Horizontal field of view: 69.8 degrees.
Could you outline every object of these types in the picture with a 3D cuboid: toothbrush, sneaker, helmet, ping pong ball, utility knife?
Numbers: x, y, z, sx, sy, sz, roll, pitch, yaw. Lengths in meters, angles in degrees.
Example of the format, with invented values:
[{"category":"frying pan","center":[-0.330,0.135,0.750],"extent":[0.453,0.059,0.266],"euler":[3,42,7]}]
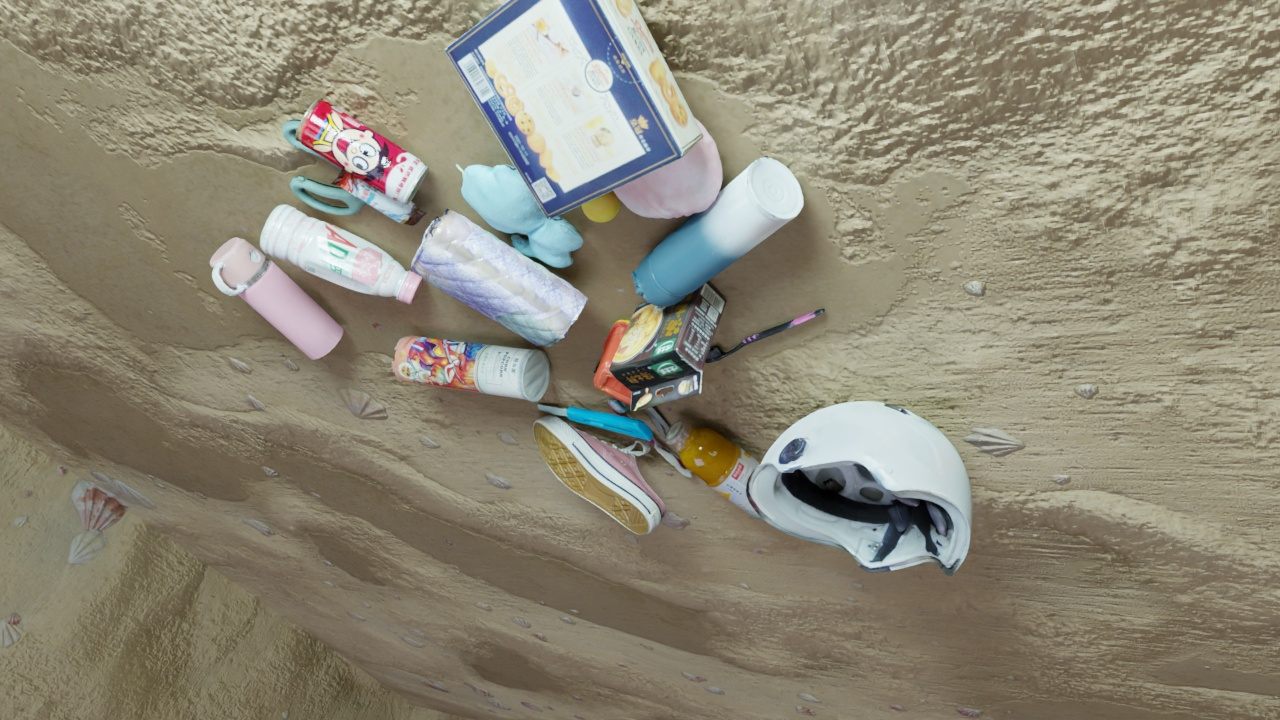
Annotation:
[{"category":"toothbrush","center":[0.135,-0.029,1.044],"extent":[0.018,0.014,0.190],"euler":[49,139,-15]},{"category":"toothbrush","center":[0.019,0.111,1.305],"extent":[0.017,0.016,0.187],"euler":[-24,125,36]},{"category":"sneaker","center":[-0.052,0.154,1.345],"extent":[0.241,0.087,0.118],"euler":[36,138,20]},{"category":"helmet","center":[0.263,0.132,1.073],"extent":[0.259,0.145,0.229],"euler":[-7,135,49]},{"category":"ping pong ball","center":[-0.041,-0.162,0.939],"extent":[0.040,0.040,0.040],"euler":[16,146,11]},{"category":"utility knife","center":[-0.072,0.082,1.300],"extent":[0.205,0.018,0.034],"euler":[10,148,36]}]

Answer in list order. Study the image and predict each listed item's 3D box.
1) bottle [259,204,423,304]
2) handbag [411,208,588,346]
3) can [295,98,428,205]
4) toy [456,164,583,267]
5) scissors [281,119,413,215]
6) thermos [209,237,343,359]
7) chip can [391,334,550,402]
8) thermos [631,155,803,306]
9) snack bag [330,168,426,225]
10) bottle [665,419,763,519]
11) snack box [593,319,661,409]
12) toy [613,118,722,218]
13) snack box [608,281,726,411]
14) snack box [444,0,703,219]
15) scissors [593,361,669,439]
[{"category":"bottle","center":[-0.375,-0.128,1.163],"extent":[0.197,0.068,0.068],"euler":[25,147,-9]},{"category":"handbag","center":[-0.165,-0.094,1.065],"extent":[0.194,0.075,0.134],"euler":[31,166,-14]},{"category":"can","center":[-0.300,-0.224,0.993],"extent":[0.132,0.053,0.053],"euler":[31,146,-12]},{"category":"toy","center":[-0.132,-0.159,0.989],"extent":[0.156,0.049,0.162],"euler":[25,158,-9]},{"category":"scissors","center":[-0.352,-0.205,1.083],"extent":[0.175,0.019,0.177],"euler":[34,144,-21]},{"category":"thermos","center":[-0.513,-0.081,1.289],"extent":[0.067,0.087,0.198],"euler":[-20,131,23]},{"category":"chip can","center":[-0.235,0.009,1.263],"extent":[0.215,0.071,0.071],"euler":[7,143,24]},{"category":"thermos","center":[0.069,-0.119,0.915],"extent":[0.070,0.070,0.221],"euler":[34,146,-16]},{"category":"snack bag","center":[-0.297,-0.186,1.045],"extent":[0.104,0.026,0.048],"euler":[33,148,-22]},{"category":"bottle","center":[0.116,0.146,1.246],"extent":[0.189,0.067,0.068],"euler":[36,144,-19]},{"category":"snack box","center":[-0.007,0.007,1.116],"extent":[0.091,0.079,0.082],"euler":[26,146,-4]},{"category":"toy","center":[0.008,-0.202,0.844],"extent":[0.121,0.054,0.159],"euler":[-6,125,36]},{"category":"snack box","center":[0.030,-0.016,1.022],"extent":[0.053,0.125,0.113],"euler":[42,142,-26]},{"category":"snack box","center":[-0.061,-0.234,0.801],"extent":[0.183,0.045,0.178],"euler":[-15,113,43]},{"category":"scissors","center":[0.009,0.054,1.233],"extent":[0.170,0.014,0.151],"euler":[29,147,-9]}]
